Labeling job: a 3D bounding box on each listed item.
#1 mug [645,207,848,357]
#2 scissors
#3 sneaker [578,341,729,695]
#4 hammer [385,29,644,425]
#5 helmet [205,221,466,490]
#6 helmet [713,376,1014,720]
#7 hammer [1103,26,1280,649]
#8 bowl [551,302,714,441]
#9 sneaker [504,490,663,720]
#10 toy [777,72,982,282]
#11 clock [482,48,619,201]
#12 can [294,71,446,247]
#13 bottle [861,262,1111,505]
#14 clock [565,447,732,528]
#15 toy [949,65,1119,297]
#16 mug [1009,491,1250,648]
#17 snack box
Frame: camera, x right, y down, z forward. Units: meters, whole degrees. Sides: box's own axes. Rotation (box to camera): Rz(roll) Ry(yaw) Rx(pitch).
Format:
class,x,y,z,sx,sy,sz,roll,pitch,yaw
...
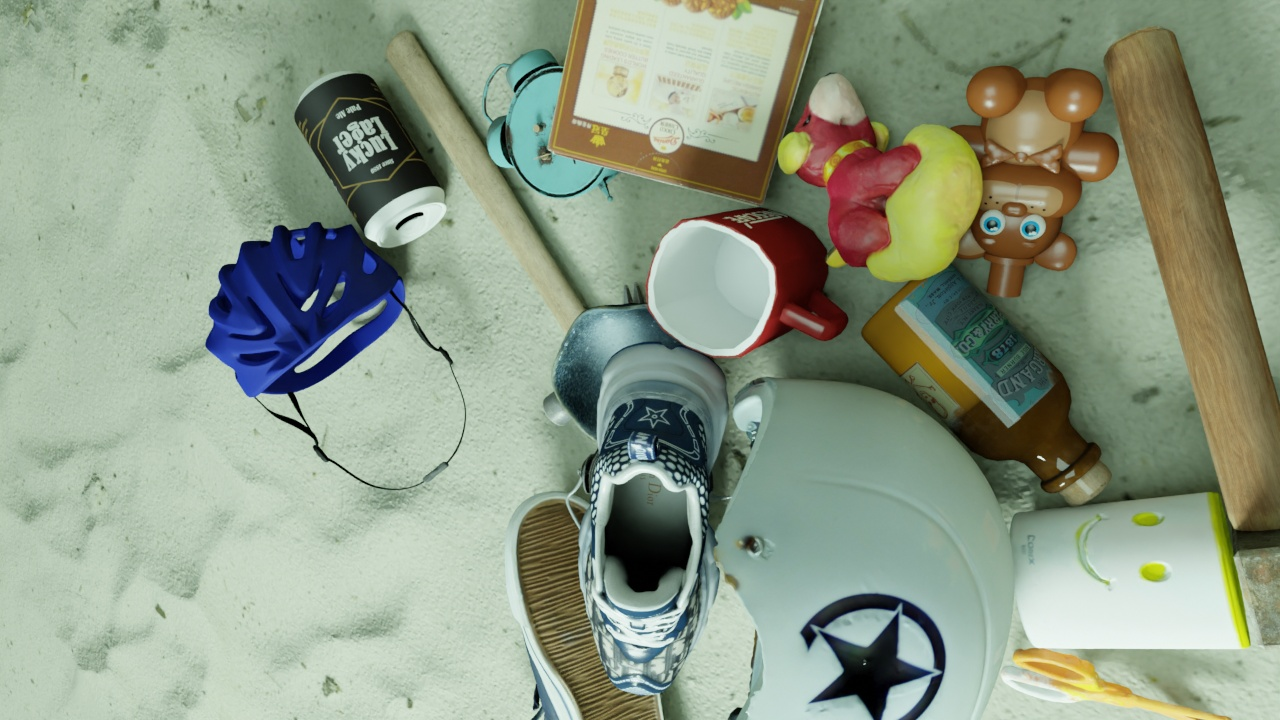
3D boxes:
class,x,y,z,sx,sy,sz,roll,pitch,yaw
mug,0.077,-0.045,0.579,0.116,0.096,0.081,29,114,20
scissors,0.287,0.208,0.563,0.133,0.012,0.084,19,151,6
sneaker,0.001,0.132,0.591,0.103,0.132,0.270,7,117,5
hammer,-0.104,-0.116,0.711,0.120,0.030,0.331,-37,80,30
helmet,-0.237,-0.005,0.737,0.147,0.241,0.227,-39,105,-6
helmet,0.126,0.143,0.537,0.164,0.236,0.264,3,106,8
hammer,0.289,-0.025,0.463,0.037,0.157,0.300,-16,81,31
bowl,-0.004,0.004,0.637,0.110,0.055,0.110,2,113,4
sneaker,-0.058,0.246,0.743,0.127,0.120,0.294,-2,103,64
toy,0.135,-0.099,0.534,0.137,0.067,0.106,53,128,36
clock,-0.061,-0.167,0.652,0.124,0.053,0.090,35,116,18
can,-0.214,-0.160,0.729,0.072,0.071,0.128,-36,84,31
bottle,0.207,0.017,0.538,0.157,0.067,0.068,48,120,11
clock,0.005,0.092,0.683,0.123,0.043,0.091,-29,91,28
toy,0.210,-0.097,0.512,0.095,0.065,0.128,11,113,24
mug,0.274,0.120,0.518,0.106,0.082,0.082,-12,96,32
snack box,0.027,-0.185,0.572,0.143,0.041,0.147,14,109,0
